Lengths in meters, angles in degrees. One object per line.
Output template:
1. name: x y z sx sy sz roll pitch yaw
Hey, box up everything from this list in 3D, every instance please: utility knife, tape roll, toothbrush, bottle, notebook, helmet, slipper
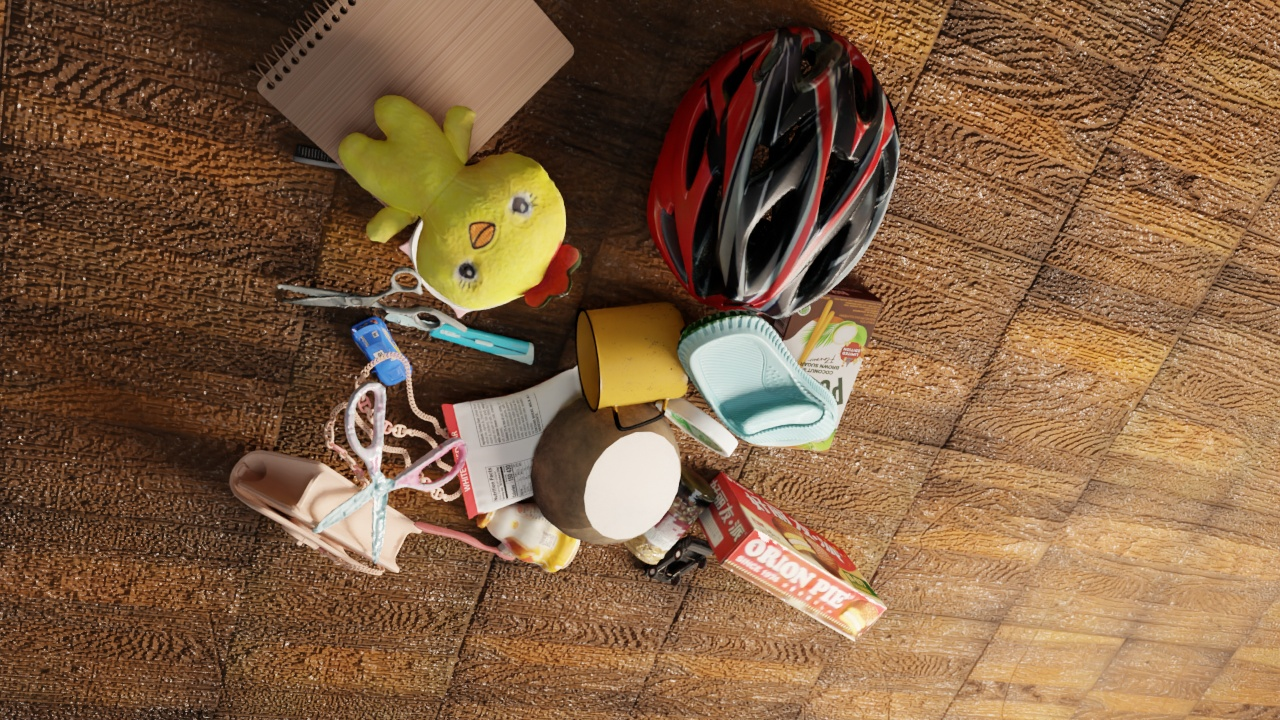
1. utility knife: -0.174 -0.023 0.892 0.148 0.015 0.022 13 109 -19
2. tape roll: 0.058 0.067 0.959 0.094 0.094 0.018 42 80 -30
3. toothbrush: -0.216 -0.166 0.804 0.167 0.013 0.013 7 107 -19
4. bottle: -0.121 0.183 0.988 0.109 0.063 0.063 28 106 -18
5. notebook: -0.185 -0.246 0.757 0.210 0.022 0.169 -43 119 5
6. helmet: 0.131 -0.168 0.833 0.217 0.167 0.272 20 98 -28
7. bottle: 0.030 0.173 1.029 0.056 0.056 0.105 33 104 -28
8. slipper: 0.119 0.040 0.890 0.116 0.069 0.276 -18 147 20
9. toothbrush: -0.177 0.185 0.953 0.016 0.015 0.184 -42 149 6

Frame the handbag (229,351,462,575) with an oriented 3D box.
1. handbag: -0.273 0.104 0.906 0.199 0.117 0.186 50 59 -45

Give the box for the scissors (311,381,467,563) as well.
1. scissors: -0.235 0.095 0.843 0.170 0.013 0.175 -34 122 -37

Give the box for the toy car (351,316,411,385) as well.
1. toy car: -0.244 -0.005 0.852 0.033 0.062 0.092 -26 121 -2

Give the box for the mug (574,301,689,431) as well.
1. mug: -0.005 0.006 0.896 0.094 0.101 0.123 -7 78 -15

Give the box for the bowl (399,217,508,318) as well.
1. bowl: -0.150 -0.108 0.832 0.114 0.050 0.115 -7 119 -13

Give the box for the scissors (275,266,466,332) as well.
1. scissors: -0.243 -0.047 0.832 0.160 0.014 0.120 -16 133 24

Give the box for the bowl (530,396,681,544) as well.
1. bowl: -0.026 0.117 0.945 0.162 0.070 0.162 -12 112 -32

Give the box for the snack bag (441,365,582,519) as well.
1. snack bag: -0.120 0.085 0.942 0.143 0.039 0.131 -17 114 -20

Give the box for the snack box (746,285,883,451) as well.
1. snack box: 0.183 0.009 1.000 0.101 0.031 0.186 6 115 -19

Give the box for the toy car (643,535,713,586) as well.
1. toy car: 0.044 0.230 1.068 0.040 0.037 0.093 24 134 -27

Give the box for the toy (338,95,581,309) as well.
1. toy: -0.144 -0.124 0.746 0.207 0.092 0.134 40 95 -20

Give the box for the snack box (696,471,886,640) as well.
1. snack box: 0.172 0.229 1.067 0.236 0.113 0.060 35 102 -28
